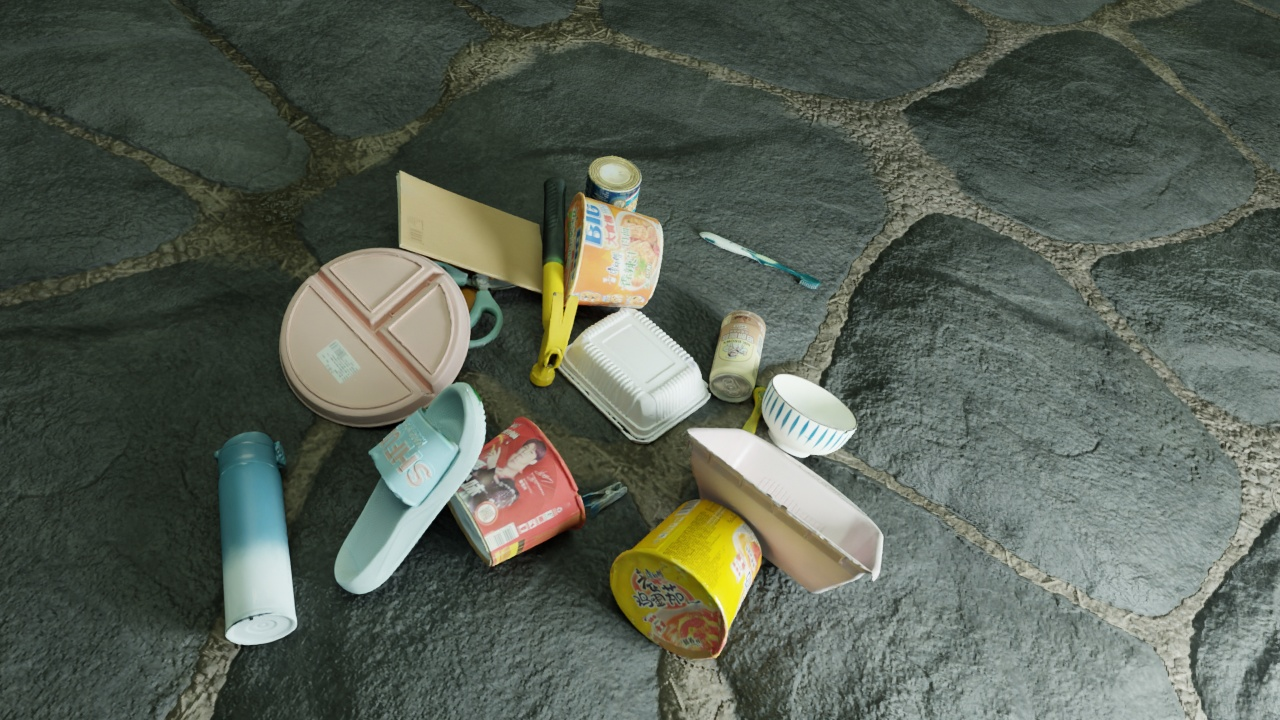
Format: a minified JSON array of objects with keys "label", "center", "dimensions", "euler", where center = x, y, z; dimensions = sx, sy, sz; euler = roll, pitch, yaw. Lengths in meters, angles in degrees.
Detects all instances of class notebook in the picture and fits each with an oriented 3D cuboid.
[{"label":"notebook","center":[-0.219,-0.166,1.208],"dimensions":[0.211,0.012,0.149],"euler":[17,39,-30]}]

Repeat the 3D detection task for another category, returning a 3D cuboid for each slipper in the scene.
[{"label":"slipper","center":[-0.243,0.121,0.919],"dimensions":[0.074,0.245,0.104],"euler":[31,6,-35]}]

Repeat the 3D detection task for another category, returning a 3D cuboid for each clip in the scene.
[{"label":"clip","center":[-0.040,0.157,1.045],"dimensions":[0.058,0.026,0.041],"euler":[-26,53,-32]}]

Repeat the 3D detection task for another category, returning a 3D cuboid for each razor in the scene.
[{"label":"razor","center":[0.137,0.082,1.140],"dimensions":[0.043,0.028,0.132],"euler":[27,53,6]}]

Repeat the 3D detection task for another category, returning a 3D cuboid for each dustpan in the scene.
[{"label":"dustpan","center":[0.166,0.132,0.975],"dimensions":[0.222,0.274,0.138],"euler":[38,71,14]}]

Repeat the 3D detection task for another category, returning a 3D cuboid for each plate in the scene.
[{"label":"plate","center":[-0.318,-0.034,1.087],"dimensions":[0.229,0.028,0.229],"euler":[-1,71,1]}]

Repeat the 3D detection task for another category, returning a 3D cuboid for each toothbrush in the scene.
[{"label":"toothbrush","center":[0.172,-0.146,1.338],"dimensions":[0.192,0.018,0.016],"euler":[25,51,12]}]

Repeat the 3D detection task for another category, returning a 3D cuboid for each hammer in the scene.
[{"label":"hammer","center":[-0.111,-0.120,1.174],"dimensions":[0.032,0.129,0.300],"euler":[9,52,-17]}]

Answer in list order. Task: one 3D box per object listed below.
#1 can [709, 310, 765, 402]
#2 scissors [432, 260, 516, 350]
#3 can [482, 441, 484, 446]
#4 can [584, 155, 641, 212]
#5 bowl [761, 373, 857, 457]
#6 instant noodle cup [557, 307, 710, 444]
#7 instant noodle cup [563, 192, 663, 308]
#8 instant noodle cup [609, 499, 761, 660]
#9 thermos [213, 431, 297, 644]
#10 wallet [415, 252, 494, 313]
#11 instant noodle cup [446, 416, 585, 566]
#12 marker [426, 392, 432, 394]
[{"label":"can","center":[0.126,-0.007,1.186],"dimensions":[0.058,0.059,0.116],"euler":[16,51,1]},{"label":"scissors","center":[-0.222,-0.072,1.148],"dimensions":[0.170,0.019,0.181],"euler":[-5,51,-29]},{"label":"can","center":[-0.229,0.098,1.025],"dimensions":[0.093,0.067,0.066],"euler":[-31,63,-31]},{"label":"can","center":[-0.043,-0.223,1.291],"dimensions":[0.075,0.111,0.075],"euler":[6,51,-7]},{"label":"bowl","center":[0.197,0.075,1.118],"dimensions":[0.116,0.066,0.116],"euler":[22,23,-11]},{"label":"instant noodle cup","center":[-0.007,0.007,1.149],"dimensions":[0.137,0.060,0.173],"euler":[-34,63,-31]},{"label":"instant noodle cup","center":[-0.041,-0.136,1.208],"dimensions":[0.111,0.152,0.151],"euler":[8,50,-15]},{"label":"instant noodle cup","center":[0.054,0.219,0.950],"dimensions":[0.138,0.138,0.109],"euler":[33,44,15]},{"label":"thermos","center":[-0.392,0.173,0.933],"dimensions":[0.070,0.070,0.220],"euler":[-8,54,-18]},{"label":"wallet","center":[-0.258,-0.115,1.210],"dimensions":[0.119,0.035,0.130],"euler":[23,45,0]},{"label":"instant noodle cup","center":[-0.140,0.143,0.970],"dimensions":[0.108,0.138,0.138],"euler":[-29,62,-23]},{"label":"marker","center":[-0.254,0.041,1.101],"dimensions":[0.124,0.015,0.018],"euler":[13,51,-5]}]
